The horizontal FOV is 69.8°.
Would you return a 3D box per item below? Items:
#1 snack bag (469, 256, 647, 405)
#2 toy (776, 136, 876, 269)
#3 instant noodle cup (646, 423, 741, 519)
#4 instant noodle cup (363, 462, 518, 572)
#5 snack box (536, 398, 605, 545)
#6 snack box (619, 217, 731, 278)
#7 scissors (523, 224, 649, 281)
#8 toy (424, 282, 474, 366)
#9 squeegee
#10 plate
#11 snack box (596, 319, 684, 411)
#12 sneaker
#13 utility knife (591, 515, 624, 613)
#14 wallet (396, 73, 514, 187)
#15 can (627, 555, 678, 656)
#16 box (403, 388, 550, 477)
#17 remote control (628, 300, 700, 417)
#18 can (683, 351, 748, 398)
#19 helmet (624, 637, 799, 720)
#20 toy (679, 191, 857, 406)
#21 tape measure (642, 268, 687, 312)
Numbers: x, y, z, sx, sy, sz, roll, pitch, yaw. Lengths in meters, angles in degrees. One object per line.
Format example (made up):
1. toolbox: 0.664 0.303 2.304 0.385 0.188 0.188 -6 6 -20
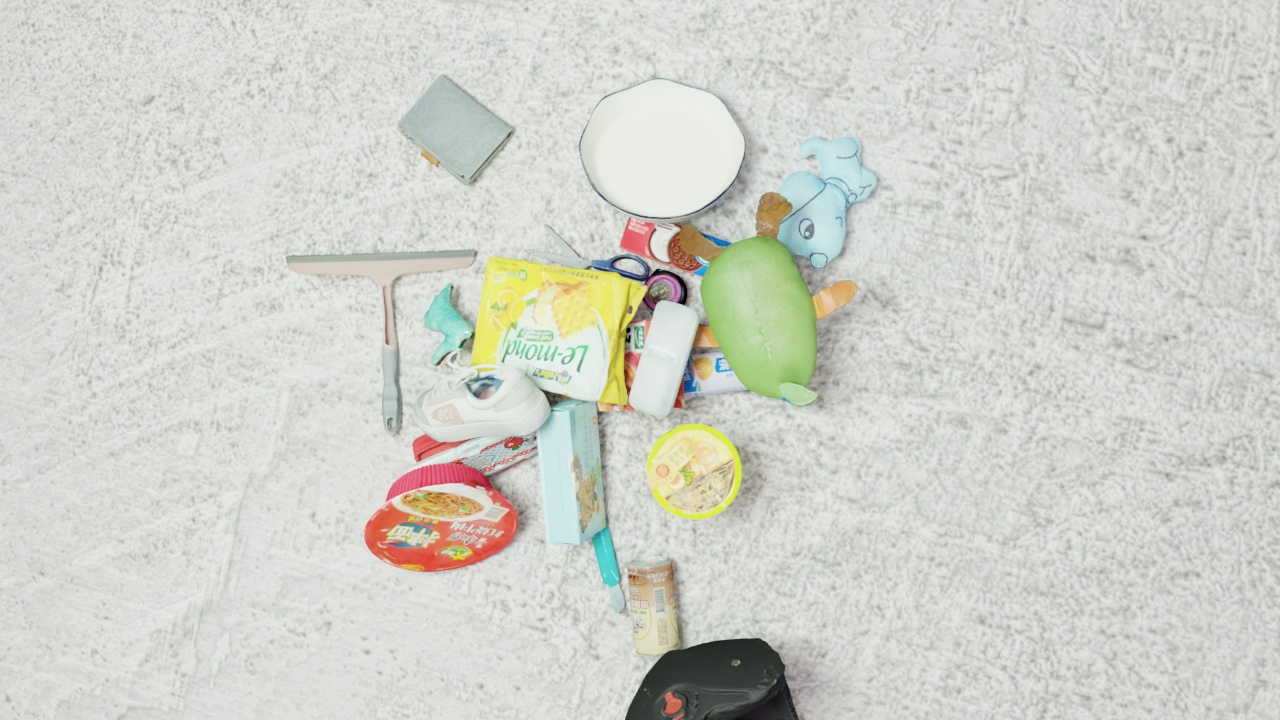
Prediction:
1. snack bag: -0.106 -0.042 1.156 0.247 0.068 0.158 12 95 33
2. toy: 0.220 -0.197 1.144 0.156 0.050 0.161 -24 80 7
3. instant noodle cup: 0.071 0.131 1.128 0.112 0.123 0.111 0 89 9
4. instant noodle cup: -0.255 0.194 1.177 0.194 0.194 0.065 -22 48 9
5. snack box: -0.087 0.139 1.157 0.052 0.074 0.175 -1 98 25
6. snack box: 0.081 -0.132 1.164 0.207 0.058 0.057 22 95 10
7. scissors: -0.066 -0.122 1.205 0.163 0.012 0.162 -17 71 -1
8. toy: -0.255 -0.043 1.206 0.092 0.030 0.096 40 97 31
9. squeegee: -0.344 -0.023 1.249 0.247 0.040 0.249 -2 94 -7
10. plate: 0.026 -0.258 1.153 0.205 0.046 0.204 -1 69 2
11. snack box: -0.007 0.007 1.153 0.127 0.044 0.113 -4 87 45
12. sneaker: -0.221 0.043 1.147 0.243 0.089 0.091 -3 129 42
13. utility knife: -0.051 0.240 1.203 0.029 0.013 0.187 -16 85 13
14. wallet: -0.252 -0.308 1.239 0.130 0.037 0.106 39 85 8
15. can: 0.016 0.311 1.166 0.058 0.058 0.116 -5 88 10
16. box: -0.210 0.108 1.192 0.201 0.098 0.095 -24 86 8
17. remote control: 0.028 -0.002 1.090 0.056 0.020 0.136 20 98 23
18. can: 0.104 0.015 1.158 0.135 0.053 0.053 -8 87 10
19. helmet: 0.086 0.451 1.051 0.231 0.273 0.233 -12 110 36
20. toy: 0.139 -0.063 1.080 0.227 0.089 0.247 -15 94 23
21. tape measure: 0.032 -0.087 1.182 0.058 0.039 0.057 38 96 14
